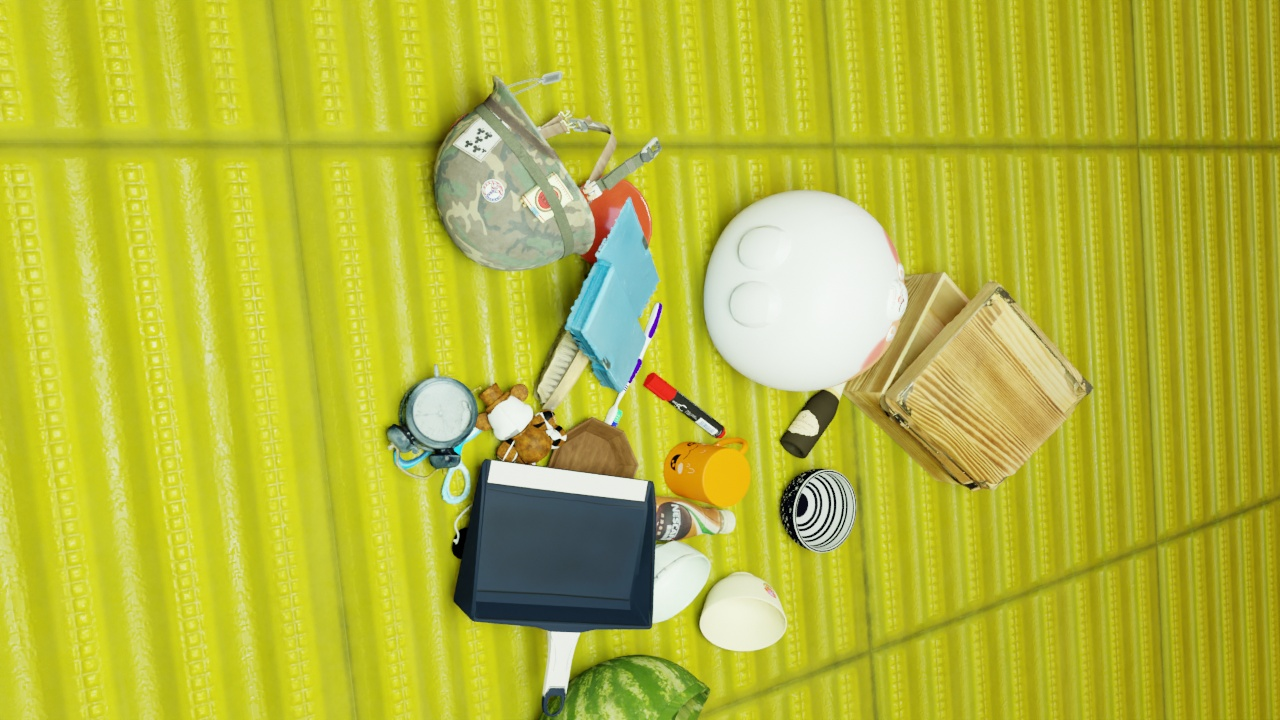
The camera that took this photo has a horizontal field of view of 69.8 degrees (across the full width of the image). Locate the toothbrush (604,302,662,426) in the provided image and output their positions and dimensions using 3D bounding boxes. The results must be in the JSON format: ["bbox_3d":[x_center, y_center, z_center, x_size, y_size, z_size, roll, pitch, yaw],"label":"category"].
[{"bbox_3d":[-0.007,0.007,1.223,0.016,0.015,0.186,31,75,-32],"label":"toothbrush"}]

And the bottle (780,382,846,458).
[{"bbox_3d":[0.278,0.063,1.375,0.045,0.045,0.184,48,69,-23],"label":"bottle"}]

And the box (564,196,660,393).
[{"bbox_3d":[-0.022,-0.072,1.117,0.033,0.231,0.174,18,76,16],"label":"box"}]

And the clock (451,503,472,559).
[{"bbox_3d":[-0.175,0.224,1.112,0.091,0.043,0.121,-42,111,-23],"label":"clock"}]

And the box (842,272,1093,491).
[{"bbox_3d":[0.498,0.046,1.411,0.279,0.221,0.258,40,74,-27],"label":"box"}]

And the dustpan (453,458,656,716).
[{"bbox_3d":[-0.092,0.271,1.085,0.236,0.080,0.273,12,91,-28],"label":"dustpan"}]

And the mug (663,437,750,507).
[{"bbox_3d":[0.101,0.142,1.243,0.112,0.096,0.077,-39,110,-24],"label":"mug"}]

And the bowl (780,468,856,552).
[{"bbox_3d":[0.251,0.217,1.350,0.120,0.066,0.120,-1,92,-31],"label":"bowl"}]

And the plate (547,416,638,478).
[{"bbox_3d":[-0.066,0.140,1.185,0.131,0.025,0.131,-1,92,-31],"label":"plate"}]

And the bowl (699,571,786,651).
[{"bbox_3d":[0.142,0.338,1.279,0.118,0.118,0.073,42,29,-24],"label":"bowl"}]

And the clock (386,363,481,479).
[{"bbox_3d":[-0.238,0.074,1.059,0.090,0.052,0.129,27,76,-16],"label":"clock"}]

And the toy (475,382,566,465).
[{"bbox_3d":[-0.149,0.077,1.110,0.087,0.067,0.112,-40,95,-2],"label":"toy"}]

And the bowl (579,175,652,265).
[{"bbox_3d":[-0.045,-0.175,1.184,0.121,0.035,0.122,-1,92,-31],"label":"bowl"}]

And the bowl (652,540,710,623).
[{"bbox_3d":[0.030,0.284,1.214,0.117,0.061,0.118,-26,138,-26],"label":"bowl"}]

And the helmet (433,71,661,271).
[{"bbox_3d":[-0.119,-0.216,1.043,0.236,0.192,0.225,-19,129,-16],"label":"helmet"}]

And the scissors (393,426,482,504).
[{"bbox_3d":[-0.235,0.098,1.093,0.127,0.012,0.137,17,82,-26],"label":"scissors"}]

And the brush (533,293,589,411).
[{"bbox_3d":[-0.081,-0.026,1.154,0.043,0.059,0.195,29,79,-15],"label":"brush"}]

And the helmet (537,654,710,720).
[{"bbox_3d":[-0.020,0.488,1.104,0.213,0.243,0.246,50,25,-63],"label":"helmet"}]

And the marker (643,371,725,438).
[{"bbox_3d":[0.063,0.065,1.262,0.145,0.021,0.023,38,80,-26],"label":"marker"}]

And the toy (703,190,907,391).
[{"bbox_3d":[0.229,-0.087,1.220,0.280,0.266,0.262,11,88,-46],"label":"toy"}]

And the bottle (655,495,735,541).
[{"bbox_3d":[0.054,0.215,1.239,0.167,0.059,0.059,9,87,-31],"label":"bottle"}]
